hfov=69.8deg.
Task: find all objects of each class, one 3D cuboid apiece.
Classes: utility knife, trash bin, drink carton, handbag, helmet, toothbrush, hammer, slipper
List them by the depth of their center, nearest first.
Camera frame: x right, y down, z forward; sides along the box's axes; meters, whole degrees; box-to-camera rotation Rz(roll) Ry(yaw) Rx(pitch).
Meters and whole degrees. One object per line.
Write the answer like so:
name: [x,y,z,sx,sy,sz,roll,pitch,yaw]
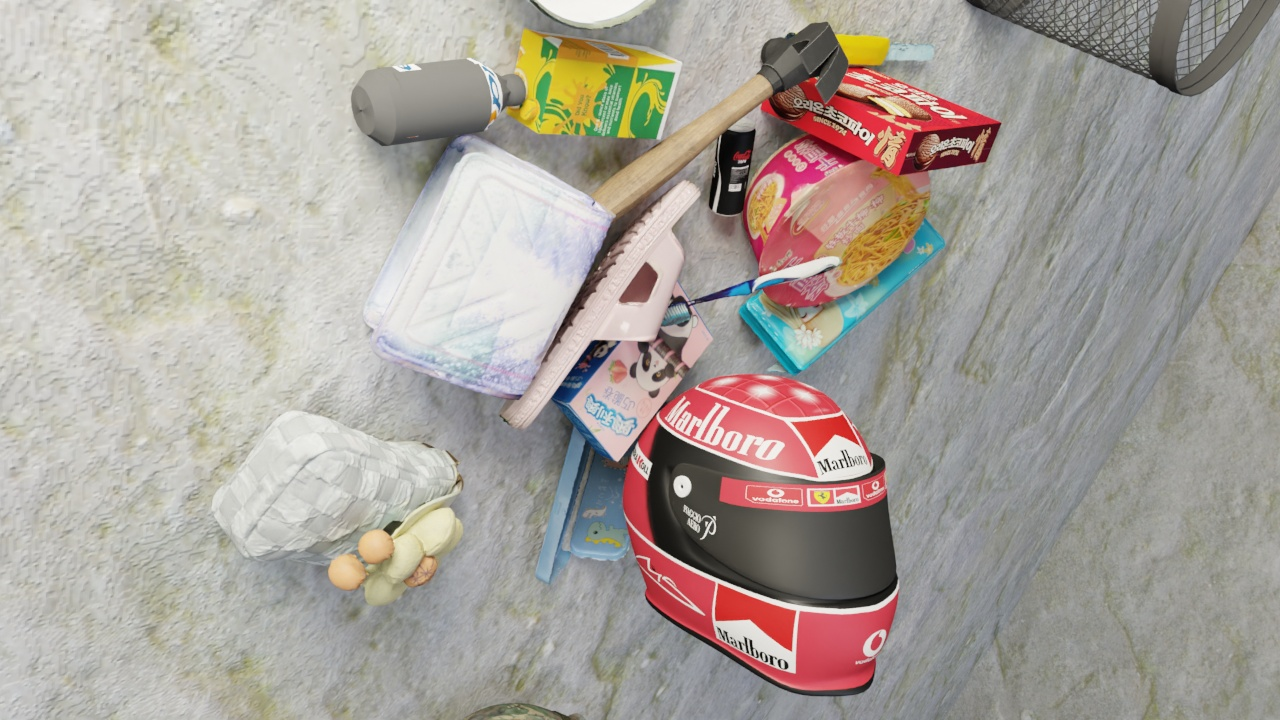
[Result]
handbag: [-0.105,-0.061,0.640,0.126,0.069,0.159,22,104,-31]
drink carton: [-0.034,-0.193,0.646,0.122,0.041,0.058,-10,128,-43]
handbag: [-0.205,0.111,0.656,0.112,0.123,0.171,-48,150,5]
hammer: [0.024,-0.155,0.701,0.305,0.132,0.040,-38,113,-4]
slipper: [-0.020,-0.035,0.734,0.064,0.094,0.239,37,87,-11]
helmet: [0.106,0.126,0.807,0.197,0.271,0.225,-4,106,-41]
toothbrush: [0.099,-0.062,0.813,0.188,0.017,0.016,-18,147,-16]
trash bin: [0.441,-0.384,0.832,0.217,0.227,0.218,-28,138,-29]
utility knife: [0.206,-0.284,0.845,0.227,0.019,0.031,-11,134,-36]
helmet: [-0.124,0.489,1.003,0.236,0.192,0.224,20,100,-20]

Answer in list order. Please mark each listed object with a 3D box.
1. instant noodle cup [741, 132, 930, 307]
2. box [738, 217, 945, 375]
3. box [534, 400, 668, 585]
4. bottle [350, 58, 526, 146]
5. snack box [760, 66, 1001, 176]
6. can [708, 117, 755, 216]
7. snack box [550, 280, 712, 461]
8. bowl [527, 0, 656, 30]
instant noodle cup: [0.171,-0.139,0.853,0.178,0.077,0.179,-20,145,-15]
box: [0.207,-0.077,1.000,0.226,0.097,0.117,-39,177,-16]
box: [-0.044,0.125,0.912,0.121,0.047,0.210,-10,128,-41]
bottle: [-0.122,-0.163,0.572,0.112,0.047,0.047,-20,134,-36]
snack box: [0.206,-0.211,0.793,0.132,0.152,0.036,-16,131,-39]
can: [0.079,-0.168,0.797,0.031,0.031,0.081,-24,136,-33]
snack box: [-0.005,0.005,0.817,0.154,0.033,0.088,-51,131,-19]
bowl: [-0.037,-0.281,0.538,0.153,0.073,0.154,-29,138,-29]
